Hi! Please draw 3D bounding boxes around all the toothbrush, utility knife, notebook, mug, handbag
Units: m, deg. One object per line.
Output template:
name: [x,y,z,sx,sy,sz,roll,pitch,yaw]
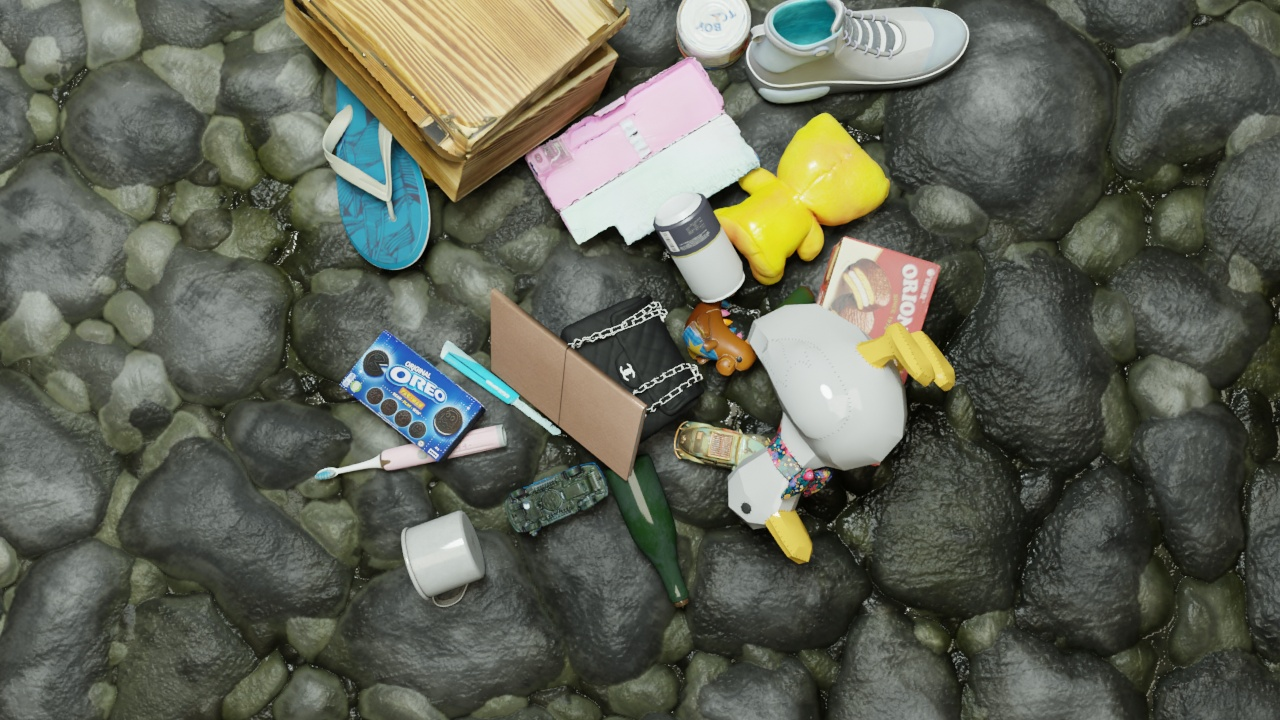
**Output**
toothbrush: [-0.264,0.110,1.054,0.222,0.026,0.027,-13,92,0]
utility knife: [-0.160,0.033,1.063,0.169,0.015,0.022,35,95,-1]
notebook: [-0.083,0.027,0.979,0.209,0.142,0.008,37,57,18]
mug: [-0.216,0.227,1.030,0.070,0.084,0.113,-20,122,-3]
handbag: [-0.006,0.006,1.013,0.125,0.115,0.153,-30,86,-5]

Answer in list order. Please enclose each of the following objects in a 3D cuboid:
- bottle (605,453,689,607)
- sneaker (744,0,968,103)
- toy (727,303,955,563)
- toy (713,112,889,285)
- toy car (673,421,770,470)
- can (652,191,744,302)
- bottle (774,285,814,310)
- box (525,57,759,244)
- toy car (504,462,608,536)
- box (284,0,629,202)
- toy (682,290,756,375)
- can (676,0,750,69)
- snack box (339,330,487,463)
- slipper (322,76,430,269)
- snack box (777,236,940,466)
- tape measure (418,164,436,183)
bottle: [0.016,0.195,1.036,0.055,0.055,0.174,-21,89,0]
sneaker: [0.245,-0.357,0.999,0.257,0.160,0.093,-7,88,2]
toy: [0.181,0.057,0.944,0.268,0.140,0.246,-36,67,25]
toy: [0.173,-0.185,1.032,0.194,0.087,0.134,-38,85,0]
toy car: [0.094,0.099,1.041,0.112,0.047,0.047,11,85,1]
can: [0.068,-0.120,1.011,0.064,0.064,0.127,-34,120,-1]
bottle: [0.156,-0.043,1.056,0.106,0.025,0.025,-44,88,-1]
box: [0.004,-0.226,1.048,0.230,0.035,0.159,-31,79,-1]
toy car: [-0.094,0.157,1.043,0.120,0.043,0.056,-23,88,3]
box: [-0.201,-0.355,0.958,0.279,0.176,0.246,47,66,0]
toy: [0.100,-0.035,1.045,0.090,0.071,0.102,35,66,9]
can: [0.084,-0.385,1.059,0.086,0.043,0.086,0,87,3]
snack box: [-0.257,0.040,1.042,0.150,0.027,0.082,35,82,10]
slipper: [-0.309,-0.247,1.037,0.118,0.060,0.294,-8,86,22]
snack box: [0.244,-0.010,1.037,0.113,0.060,0.236,17,89,3]
tape measure: [-0.232,-0.236,1.063,0.068,0.030,0.059,-4,87,7]
